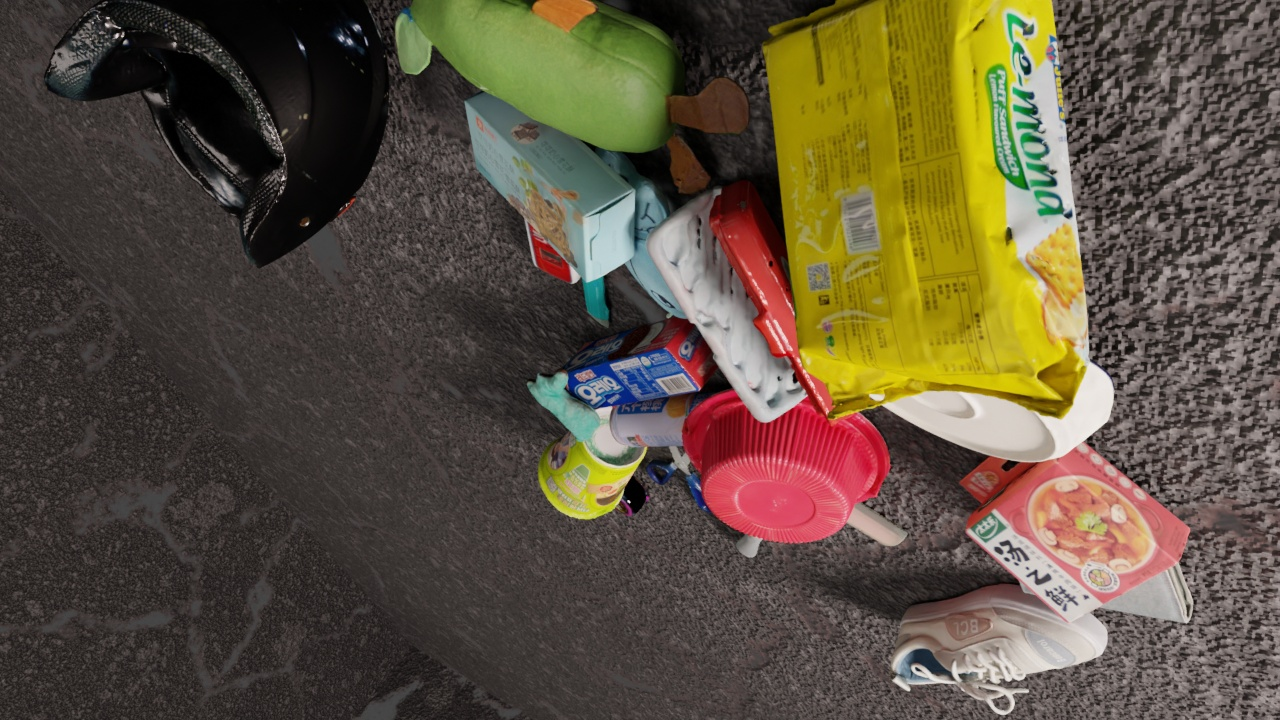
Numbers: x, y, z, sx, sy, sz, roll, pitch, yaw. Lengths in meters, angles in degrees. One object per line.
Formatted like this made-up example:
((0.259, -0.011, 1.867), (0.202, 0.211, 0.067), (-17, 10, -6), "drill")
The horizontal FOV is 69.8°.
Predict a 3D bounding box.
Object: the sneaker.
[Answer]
((0.327, 0.281, 0.883), (0.089, 0.090, 0.243), (42, 150, -7), "sneaker")

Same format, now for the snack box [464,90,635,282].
((-0.074, -0.147, 0.739), (0.175, 0.051, 0.074), (46, 156, 27), "snack box")

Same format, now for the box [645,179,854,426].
((0.085, -0.034, 0.715), (0.099, 0.095, 0.201), (-23, 118, 22), "box")

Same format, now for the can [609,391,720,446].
((0.034, 0.060, 0.929), (0.135, 0.053, 0.053), (-5, 129, 40), "can")

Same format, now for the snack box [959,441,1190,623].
((0.311, 0.119, 0.685), (0.127, 0.044, 0.113), (42, 140, 13), "snack box")

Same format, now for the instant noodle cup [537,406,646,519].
((-0.050, 0.113, 1.073), (0.111, 0.111, 0.124), (39, 144, 1), "instant noodle cup")

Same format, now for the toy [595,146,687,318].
((0.010, -0.095, 0.763), (0.161, 0.049, 0.156), (42, 162, 26), "toy")

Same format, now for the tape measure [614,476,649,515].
((-0.019, 0.169, 1.176), (0.057, 0.039, 0.058), (45, 155, -11), "tape measure")

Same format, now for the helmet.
((-0.339, -0.226, 0.803), (0.233, 0.229, 0.275), (44, 158, -7), "helmet")

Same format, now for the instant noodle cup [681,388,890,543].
((0.127, 0.106, 0.837), (0.194, 0.065, 0.194), (10, 140, 8), "instant noodle cup")

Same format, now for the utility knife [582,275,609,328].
((-0.045, -0.094, 0.867), (0.029, 0.013, 0.187), (26, 150, 19), "utility knife")

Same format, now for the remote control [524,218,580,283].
((-0.085, -0.128, 0.859), (0.056, 0.020, 0.136), (28, 149, 22), "remote control")

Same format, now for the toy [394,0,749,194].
((-0.045, -0.200, 0.623), (0.246, 0.090, 0.227), (25, 174, -7), "toy")

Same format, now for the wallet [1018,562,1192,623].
((0.361, 0.165, 0.740), (0.130, 0.036, 0.106), (0, 133, 48), "wallet")

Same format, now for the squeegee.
((0.136, 0.177, 1.012), (0.248, 0.040, 0.250), (32, 151, 12), "squeegee")

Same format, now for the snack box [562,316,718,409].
((-0.005, 0.005, 0.914), (0.057, 0.058, 0.208), (50, 149, -17), "snack box")

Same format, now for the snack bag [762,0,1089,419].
((0.144, -0.090, 0.498), (0.158, 0.068, 0.246), (-4, 95, 51), "snack bag")

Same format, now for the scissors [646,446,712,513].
((0.051, 0.128, 1.056), (0.163, 0.012, 0.163), (45, 155, -16), "scissors")

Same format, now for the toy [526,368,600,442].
((-0.080, 0.044, 0.966), (0.092, 0.030, 0.097), (39, 148, -1), "toy")

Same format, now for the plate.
((0.207, 0.005, 0.620), (0.205, 0.045, 0.205), (31, 170, 6), "plate")
